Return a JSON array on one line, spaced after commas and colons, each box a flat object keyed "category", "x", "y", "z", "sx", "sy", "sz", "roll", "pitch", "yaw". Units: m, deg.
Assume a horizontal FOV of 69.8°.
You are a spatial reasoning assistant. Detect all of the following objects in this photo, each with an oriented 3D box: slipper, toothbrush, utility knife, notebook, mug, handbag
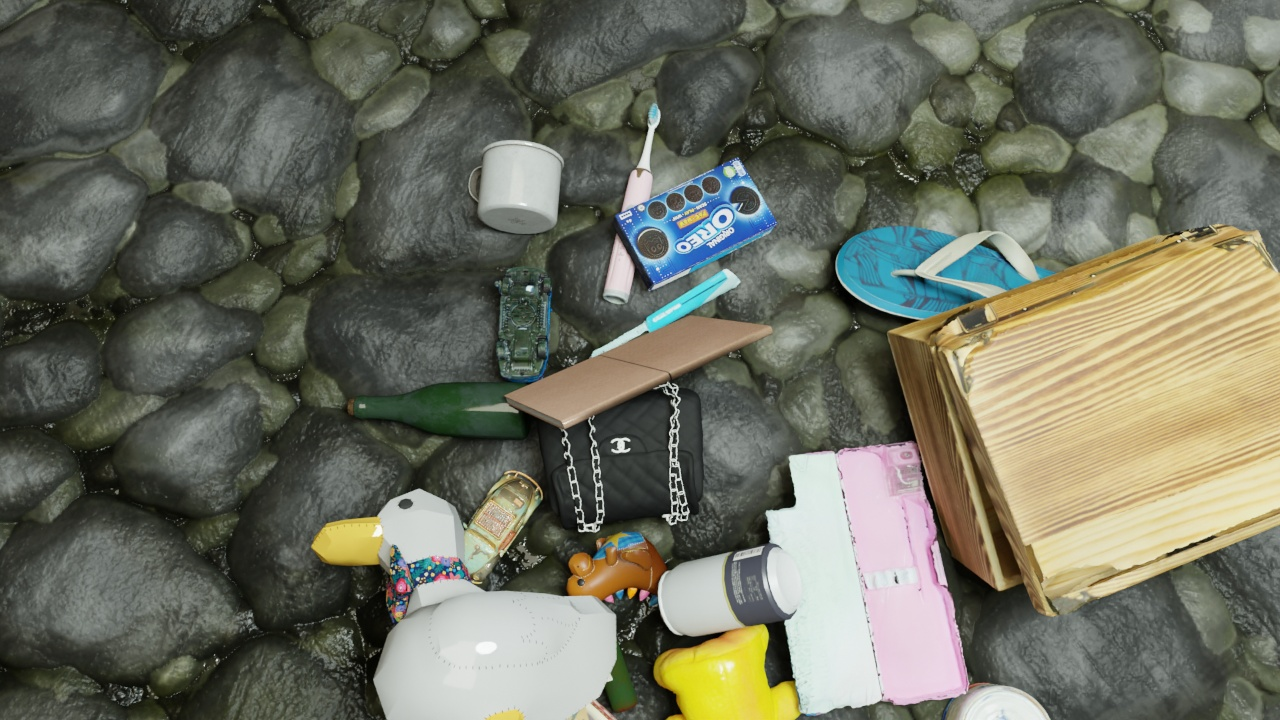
[{"category": "slipper", "x": 0.339, "y": -0.079, "z": 0.889, "sx": 0.295, "sy": 0.060, "sz": 0.118, "roll": 16, "pitch": 54, "yaw": 4}, {"category": "toothbrush", "x": -0.005, "y": -0.166, "z": 0.950, "sx": 0.027, "sy": 0.026, "sz": 0.222, "roll": 9, "pitch": 75, "yaw": 7}, {"category": "utility knife", "x": 0.025, "y": -0.042, "z": 0.924, "sx": 0.169, "sy": 0.015, "sz": 0.022, "roll": -32, "pitch": 70, "yaw": -4}, {"category": "notebook", "x": -0.005, "y": 0.005, "z": 0.825, "sx": 0.208, "sy": 0.141, "sz": 0.008, "roll": -24, "pitch": 107, "yaw": -23}, {"category": "mug", "x": -0.134, "y": -0.172, "z": 0.935, "sx": 0.113, "sy": 0.084, "sz": 0.070, "roll": -6, "pitch": 74, "yaw": 35}, {"category": "handbag", "x": -0.014, "y": 0.090, "z": 0.837, "sx": 0.153, "sy": 0.115, "sz": 0.125, "roll": -6, "pitch": 79, "yaw": -3}]

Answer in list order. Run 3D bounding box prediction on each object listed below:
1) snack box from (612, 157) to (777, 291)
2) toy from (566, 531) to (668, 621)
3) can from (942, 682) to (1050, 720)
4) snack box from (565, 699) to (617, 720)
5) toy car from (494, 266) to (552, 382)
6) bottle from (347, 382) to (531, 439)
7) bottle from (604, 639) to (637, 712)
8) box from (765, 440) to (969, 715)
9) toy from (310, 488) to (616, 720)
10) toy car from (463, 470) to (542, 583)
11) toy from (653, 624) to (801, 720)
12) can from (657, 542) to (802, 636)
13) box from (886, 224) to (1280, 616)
[{"category": "snack box", "x": 0.055, "y": -0.137, "z": 0.926, "sx": 0.150, "sy": 0.027, "sz": 0.082, "roll": -28, "pitch": 82, "yaw": -15}, {"category": "toy", "x": -0.017, "y": 0.209, "z": 0.837, "sx": 0.090, "sy": 0.071, "sz": 0.103, "roll": -29, "pitch": 99, "yaw": -15}, {"category": "can", "x": 0.312, "y": 0.328, "z": 0.801, "sx": 0.086, "sy": 0.043, "sz": 0.086, "roll": 0, "pitch": 73, "yaw": -1}, {"category": "snack box", "x": -0.097, "y": 0.326, "z": 0.802, "sx": 0.236, "sy": 0.060, "sz": 0.113, "roll": 39, "pitch": 77, "yaw": 11}, {"category": "toy car", "x": -0.116, "y": -0.035, "z": 0.909, "sx": 0.056, "sy": 0.044, "sz": 0.120, "roll": 0, "pitch": 72, "yaw": 1}, {"category": "bottle", "x": -0.195, "y": 0.047, "z": 0.884, "sx": 0.174, "sy": 0.055, "sz": 0.055, "roll": 1, "pitch": 75, "yaw": 3}, {"category": "bottle", "x": -0.031, "y": 0.265, "z": 0.835, "sx": 0.025, "sy": 0.025, "sz": 0.106, "roll": -20, "pitch": 75, "yaw": -4}, {"category": "box", "x": 0.197, "y": 0.194, "z": 0.833, "sx": 0.159, "sy": 0.035, "sz": 0.230, "roll": -5, "pitch": 75, "yaw": -10}, {"category": "toy", "x": -0.138, "y": 0.219, "z": 0.737, "sx": 0.246, "sy": 0.141, "sz": 0.267, "roll": 2, "pitch": 46, "yaw": -18}, {"category": "toy car", "x": -0.138, "y": 0.153, "z": 0.856, "sx": 0.047, "sy": 0.047, "sz": 0.111, "roll": 34, "pitch": 78, "yaw": 6}, {"category": "toy", "x": 0.091, "y": 0.326, "z": 0.786, "sx": 0.134, "sy": 0.087, "sz": 0.193, "roll": -14, "pitch": 74, "yaw": -6}, {"category": "can", "x": 0.072, "y": 0.202, "z": 0.800, "sx": 0.128, "sy": 0.064, "sz": 0.064, "roll": -20, "pitch": 73, "yaw": 29}, {"category": "box", "x": 0.391, "y": 0.035, "z": 0.772, "sx": 0.279, "sy": 0.176, "sz": 0.247, "roll": -19, "pitch": 98, "yaw": -2}]
